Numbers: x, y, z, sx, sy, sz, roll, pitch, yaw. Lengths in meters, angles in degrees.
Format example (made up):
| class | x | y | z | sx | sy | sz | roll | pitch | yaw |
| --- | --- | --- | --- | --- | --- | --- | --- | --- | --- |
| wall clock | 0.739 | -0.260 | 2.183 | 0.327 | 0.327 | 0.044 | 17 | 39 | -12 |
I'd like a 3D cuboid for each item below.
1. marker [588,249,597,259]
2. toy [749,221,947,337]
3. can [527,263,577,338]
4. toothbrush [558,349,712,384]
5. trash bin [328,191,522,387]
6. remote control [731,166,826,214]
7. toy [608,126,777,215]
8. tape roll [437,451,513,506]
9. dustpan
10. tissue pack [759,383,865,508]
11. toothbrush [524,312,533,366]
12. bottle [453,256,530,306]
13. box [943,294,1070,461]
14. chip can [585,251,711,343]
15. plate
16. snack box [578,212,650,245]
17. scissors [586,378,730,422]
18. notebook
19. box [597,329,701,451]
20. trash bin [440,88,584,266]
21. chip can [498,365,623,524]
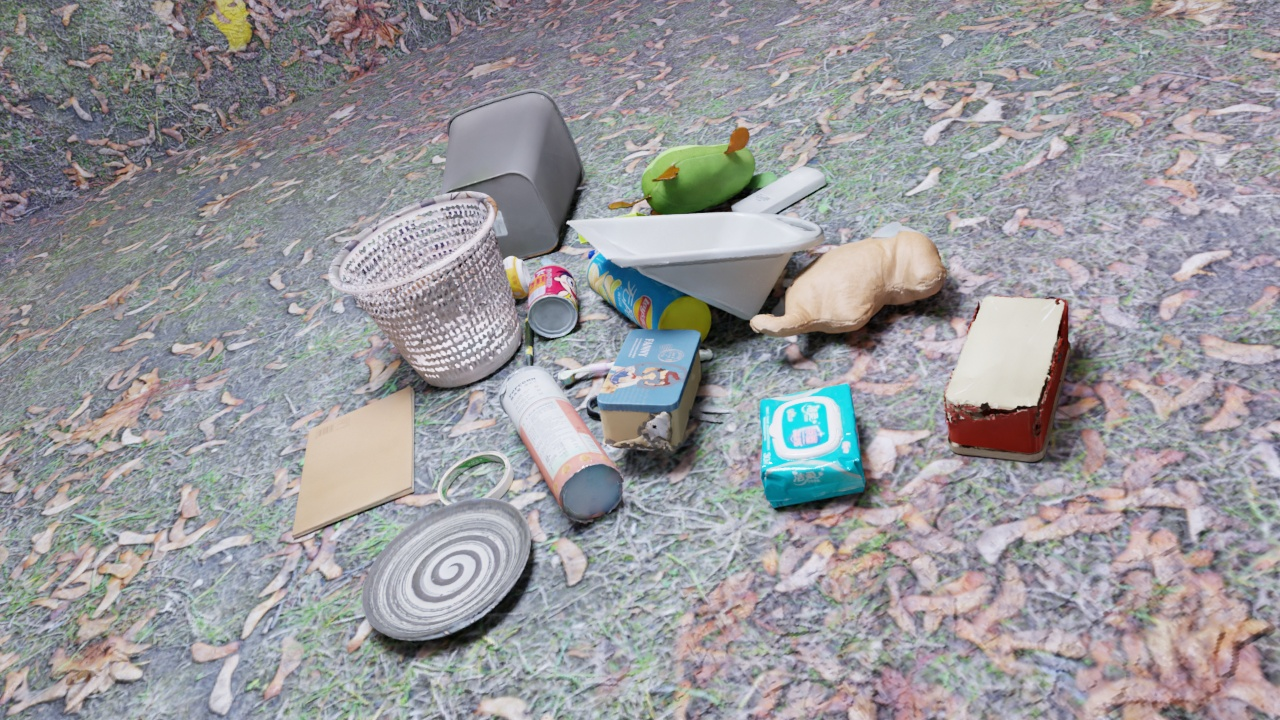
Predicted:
| class | x | y | z | sx | sy | sz | roll | pitch | yaw |
| --- | --- | --- | --- | --- | --- | --- | --- | --- | --- |
| marker | -0.042 | -0.157 | 1.288 | 0.016 | 0.017 | 0.146 | -35 | 11 | -20 |
| toy | 0.225 | -0.079 | 1.029 | 0.226 | 0.082 | 0.143 | -24 | 20 | 0 |
| can | -0.118 | -0.082 | 1.232 | 0.066 | 0.066 | 0.093 | -17 | 34 | 6 |
| toothbrush | -0.006 | 0.006 | 1.093 | 0.190 | 0.020 | 0.029 | -9 | 3 | 15 |
| trash bin | -0.256 | -0.082 | 1.192 | 0.228 | 0.192 | 0.227 | -15 | 34 | 10 |
| remote control | 0.200 | -0.237 | 1.316 | 0.135 | 0.019 | 0.056 | -31 | 35 | -14 |
| toy | 0.076 | -0.261 | 1.312 | 0.246 | 0.090 | 0.228 | -18 | -8 | -39 |
| tape roll | -0.182 | 0.134 | 1.014 | 0.086 | 0.014 | 0.085 | -15 | 34 | 10 |
| dustpan | 0.077 | -0.153 | 1.092 | 0.143 | 0.257 | 0.222 | -62 | 23 | 10 |
| tissue pack | 0.161 | 0.076 | 0.874 | 0.093 | 0.050 | 0.133 | -12 | 34 | 15 |
| toothbrush | -0.149 | -0.012 | 1.202 | 0.017 | 0.012 | 0.185 | -27 | 33 | 12 |
| bottle | -0.215 | -0.110 | 1.327 | 0.108 | 0.063 | 0.063 | -15 | 34 | 8 |
| box | 0.339 | 0.005 | 0.849 | 0.091 | 0.080 | 0.167 | 5 | 41 | 32 |
| chip can | 0.005 | -0.080 | 1.160 | 0.071 | 0.071 | 0.210 | -31 | 34 | -14 |
| plate | -0.188 | 0.208 | 0.907 | 0.179 | 0.024 | 0.179 | -15 | 33 | 10 |
| snack box | -0.030 | -0.184 | 1.296 | 0.086 | 0.026 | 0.156 | -12 | 3 | 12 |
| scissors | 0.013 | 0.054 | 1.024 | 0.146 | 0.014 | 0.172 | -25 | 37 | -8 |
| notebook | -0.349 | 0.119 | 1.130 | 0.149 | 0.012 | 0.211 | -22 | 34 | 0 |
| box | 0.015 | 0.025 | 0.986 | 0.090 | 0.061 | 0.183 | 0 | 30 | 11 |
| trash bin | -0.211 | -0.280 | 1.461 | 0.199 | 0.199 | 0.219 | -13 | 41 | 15 |
| chip can | -0.089 | 0.084 | 0.981 | 0.071 | 0.071 | 0.214 | -28 | 34 | -10 |
